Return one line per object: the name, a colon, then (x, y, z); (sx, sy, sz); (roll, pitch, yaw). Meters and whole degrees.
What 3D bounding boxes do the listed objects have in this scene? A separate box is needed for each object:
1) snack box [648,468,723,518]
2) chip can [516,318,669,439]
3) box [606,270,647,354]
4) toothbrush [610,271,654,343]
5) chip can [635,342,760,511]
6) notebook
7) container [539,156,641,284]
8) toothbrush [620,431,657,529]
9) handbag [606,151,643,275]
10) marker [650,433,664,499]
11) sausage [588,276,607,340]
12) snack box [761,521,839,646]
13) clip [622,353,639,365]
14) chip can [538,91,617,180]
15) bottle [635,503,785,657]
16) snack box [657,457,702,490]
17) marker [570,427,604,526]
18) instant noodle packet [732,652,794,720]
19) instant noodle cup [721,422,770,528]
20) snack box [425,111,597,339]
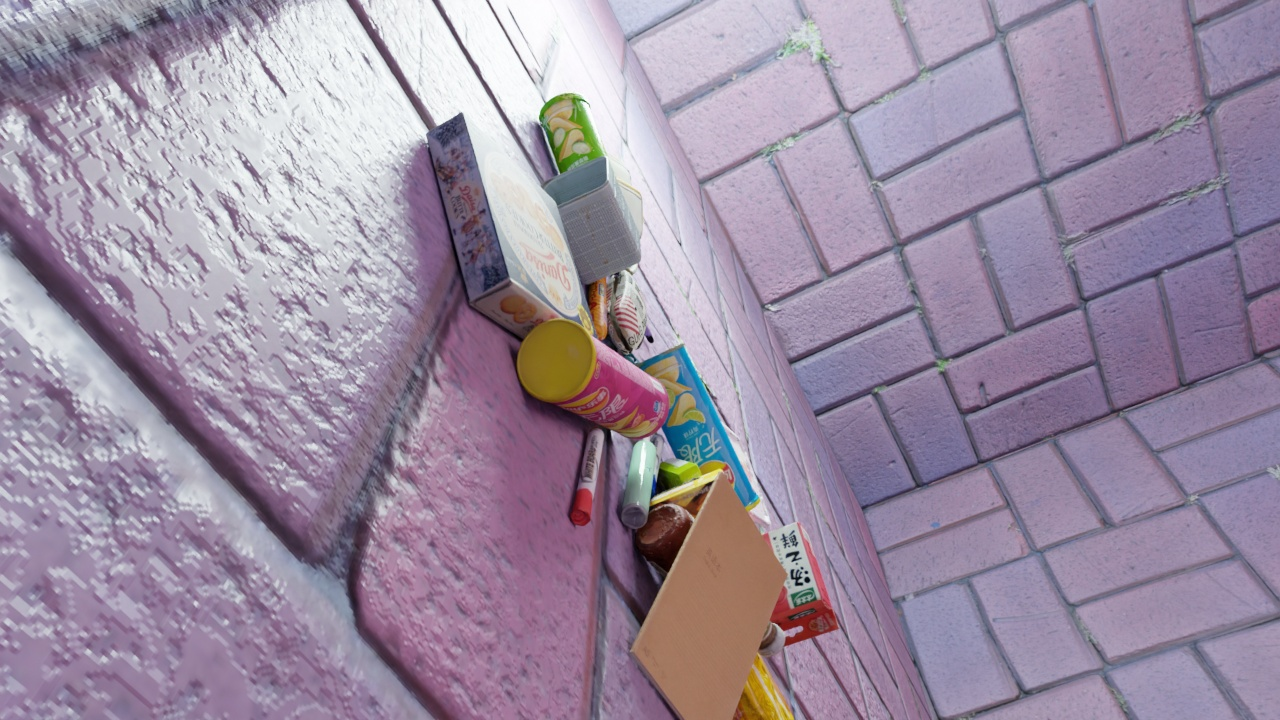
snack box: (0.074, 0.192, 0.956); (0.140, 0.087, 0.033); (64, 13, -10)
chip can: (-0.037, 0.024, 0.854); (0.210, 0.071, 0.071); (36, 32, -66)
box: (-0.024, -0.059, 1.133); (0.164, 0.060, 0.072); (-79, 163, -66)
toothbrush: (-0.026, -0.102, 1.246); (0.189, 0.014, 0.016); (61, 2, -21)
chip can: (0.066, 0.087, 1.087); (0.210, 0.071, 0.071); (65, 13, 1)
notebook: (0.069, 0.228, 0.840); (0.149, 0.012, 0.210); (58, 42, -25)
container: (-0.056, -0.160, 1.072); (0.090, 0.090, 0.111); (-94, 160, -55)
toothbrush: (0.002, 0.108, 0.958); (0.027, 0.026, 0.224); (40, 18, -11)
handbag: (-0.032, -0.204, 1.311); (0.163, 0.063, 0.178); (-3, 73, -74)
marker: (0.014, 0.114, 1.012); (0.017, 0.017, 0.145); (63, 13, -14)
sausage: (-0.050, -0.069, 1.071); (0.021, 0.021, 0.165); (58, 15, -30)
snack box: (0.161, 0.273, 1.098); (0.044, 0.113, 0.127); (52, 19, -50)
clip: (-0.007, 0.008, 1.124); (0.057, 0.015, 0.049); (51, 22, -47)
chip can: (-0.069, -0.243, 1.192); (0.221, 0.073, 0.072); (70, 14, 16)
bottle: (0.076, 0.223, 0.904); (0.206, 0.060, 0.059); (49, 20, -25)
snack box: (0.071, 0.184, 1.016); (0.156, 0.026, 0.086); (64, -15, -8)
marker: (-0.045, 0.098, 0.808); (0.017, 0.017, 0.145); (61, 14, -20)
instant noodle packet: (0.117, 0.353, 0.940); (0.128, 0.044, 0.110); (64, 19, 7)
instant noodle cup: (0.110, 0.157, 1.224); (0.173, 0.060, 0.138); (38, 31, -61)
snack box: (-0.112, -0.104, 0.837); (0.178, 0.046, 0.182); (38, 30, -63)
